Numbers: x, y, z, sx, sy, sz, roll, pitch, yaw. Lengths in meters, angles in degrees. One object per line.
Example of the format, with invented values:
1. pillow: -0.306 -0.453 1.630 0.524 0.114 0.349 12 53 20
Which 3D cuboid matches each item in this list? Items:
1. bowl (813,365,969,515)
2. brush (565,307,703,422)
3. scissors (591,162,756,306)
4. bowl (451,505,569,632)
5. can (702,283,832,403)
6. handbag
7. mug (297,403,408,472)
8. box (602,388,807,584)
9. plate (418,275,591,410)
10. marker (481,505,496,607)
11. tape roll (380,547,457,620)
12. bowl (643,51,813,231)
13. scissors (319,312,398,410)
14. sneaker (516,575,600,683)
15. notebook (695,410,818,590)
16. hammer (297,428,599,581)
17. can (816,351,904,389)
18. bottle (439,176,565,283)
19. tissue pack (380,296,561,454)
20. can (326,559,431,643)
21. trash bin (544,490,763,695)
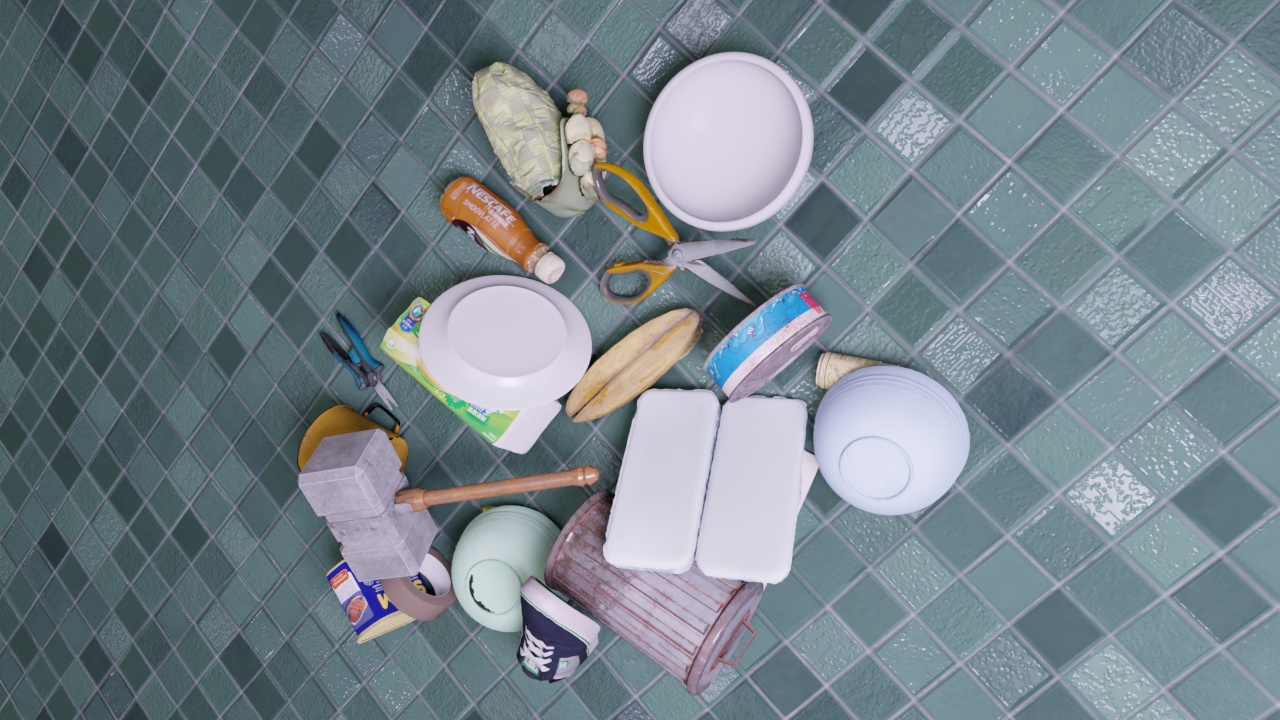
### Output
1. bowl: 0.230 0.088 0.871 0.151 0.074 0.151 11 117 22
2. brush: -0.006 0.006 1.011 0.196 0.043 0.059 -39 76 22
3. scissors: 0.022 -0.108 0.963 0.225 0.016 0.217 40 136 12
4. bowl: -0.156 0.250 1.061 0.151 0.077 0.151 2 98 13
5. can: 0.125 -0.016 0.904 0.130 0.129 0.044 -44 76 20
6. handbag: -0.100 -0.248 1.002 0.117 0.113 0.186 -27 81 15
7. mug: -0.348 0.111 1.147 0.094 0.101 0.123 25 62 19
8. box: 0.068 0.120 0.925 0.189 0.037 0.208 2 56 21
9. plate: -0.146 -0.028 1.007 0.188 0.188 0.016 39 145 17
10. marker: -0.185 0.240 1.117 0.017 0.021 0.124 5 97 24
11. tape roll: -0.267 0.268 1.115 0.030 0.093 0.093 -46 75 19
12. bowl: 0.095 -0.219 0.939 0.177 0.066 0.176 2 94 24
13. scissors: -0.361 -0.001 1.181 0.127 0.019 0.144 0 95 23
14. sneaker: -0.096 0.294 0.965 0.084 0.236 0.079 34 68 18
15. notebook: 0.088 0.166 0.997 0.153 0.012 0.209 26 103 21
16. hammer: -0.195 0.146 1.012 0.318 0.082 0.163 -10 121 16
17. can: 0.219 0.016 0.915 0.079 0.038 0.038 11 98 23
18. bottle: -0.157 -0.147 1.059 0.167 0.059 0.059 38 107 17
19. tissue pack: -0.174 -0.007 1.055 0.198 0.120 0.141 38 89 11
20. can: -0.318 0.281 1.128 0.057 0.116 0.092 -39 75 21
21. trash bin: 0.020 0.241 0.955 0.211 0.130 0.131 29 104 22
